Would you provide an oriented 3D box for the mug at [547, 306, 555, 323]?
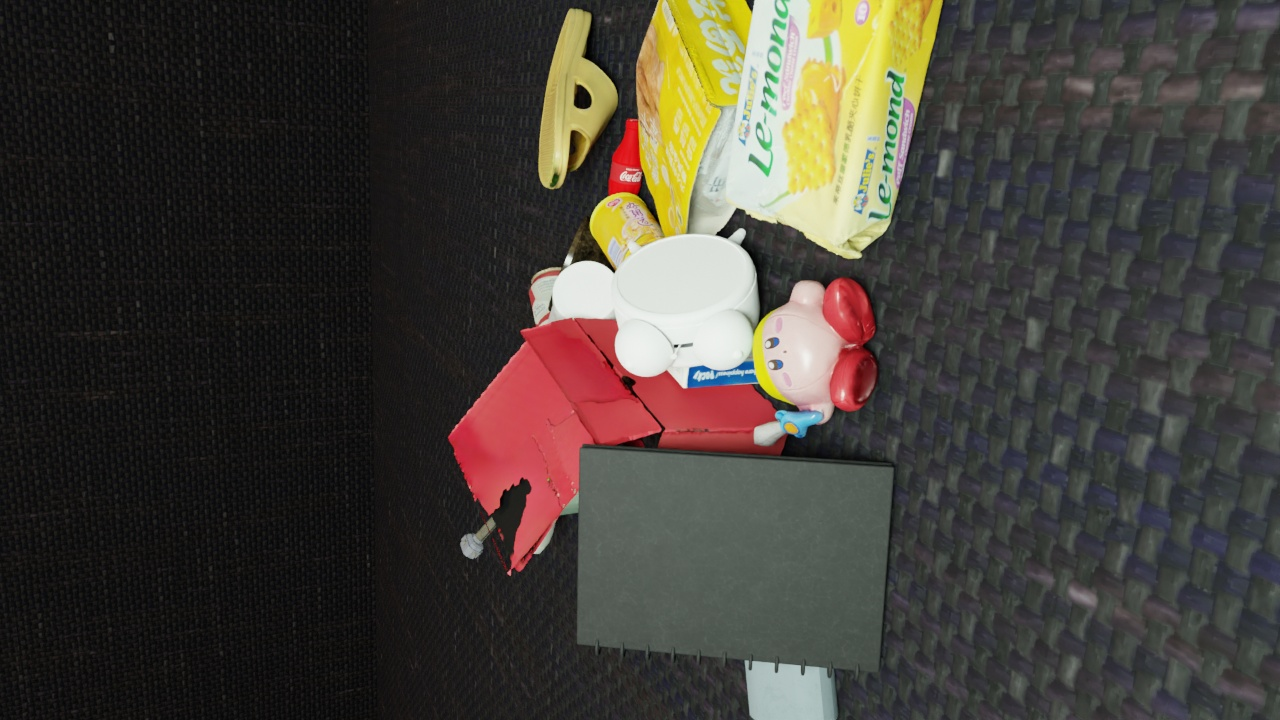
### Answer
[{"bbox_3d":[-0.086,-0.009,1.048,0.112,0.078,0.096,-14,48,33],"label":"mug"}]

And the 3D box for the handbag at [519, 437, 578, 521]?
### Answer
[{"bbox_3d":[-0.102,0.142,1.151,0.067,0.121,0.106,133,129,-58],"label":"handbag"}]

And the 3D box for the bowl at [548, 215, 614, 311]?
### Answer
[{"bbox_3d":[-0.062,-0.106,1.097,0.121,0.056,0.121,-160,91,-80],"label":"bowl"}]

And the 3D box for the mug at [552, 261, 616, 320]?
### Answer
[{"bbox_3d":[-0.056,-0.040,0.950,0.088,0.081,0.114,75,-148,-72],"label":"mug"}]

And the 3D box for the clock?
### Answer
[{"bbox_3d":[0.041,-0.046,0.800,0.160,0.125,0.073,-84,-14,-48],"label":"clock"}]

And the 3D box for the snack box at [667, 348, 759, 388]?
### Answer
[{"bbox_3d":[0.046,-0.022,0.859,0.150,0.081,0.026,-131,45,-53],"label":"snack box"}]

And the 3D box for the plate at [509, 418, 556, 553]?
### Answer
[{"bbox_3d":[-0.153,0.143,1.215,0.187,0.016,0.186,58,-153,-37],"label":"plate"}]

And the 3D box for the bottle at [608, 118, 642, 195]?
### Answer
[{"bbox_3d":[-0.016,-0.209,1.022,0.036,0.036,0.119,-131,45,-53],"label":"bottle"}]

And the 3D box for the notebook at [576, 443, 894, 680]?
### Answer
[{"bbox_3d":[0.067,0.153,0.695,0.019,0.231,0.169,-48,-40,-77],"label":"notebook"}]

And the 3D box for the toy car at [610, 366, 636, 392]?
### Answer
[{"bbox_3d":[-0.006,0.006,0.979,0.040,0.112,0.048,47,172,-23],"label":"toy car"}]

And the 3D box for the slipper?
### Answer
[{"bbox_3d":[-0.072,-0.307,1.092,0.100,0.078,0.262,130,148,-56],"label":"slipper"}]

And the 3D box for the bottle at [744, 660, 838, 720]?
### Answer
[{"bbox_3d":[0.118,0.215,0.752,0.072,0.046,0.161,-5,90,35],"label":"bottle"}]

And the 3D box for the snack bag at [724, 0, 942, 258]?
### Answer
[{"bbox_3d":[0.138,-0.205,0.655,0.159,0.068,0.248,-134,46,-56],"label":"snack bag"}]

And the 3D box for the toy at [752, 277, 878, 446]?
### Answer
[{"bbox_3d":[0.128,0.002,0.715,0.132,0.096,0.124,-8,92,47],"label":"toy"}]

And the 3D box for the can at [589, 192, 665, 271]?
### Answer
[{"bbox_3d":[-0.007,-0.126,0.978,0.105,0.067,0.068,-120,36,-44],"label":"can"}]

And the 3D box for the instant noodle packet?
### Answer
[{"bbox_3d":[0.046,-0.211,0.857,0.222,0.084,0.162,113,144,-54],"label":"instant noodle packet"}]

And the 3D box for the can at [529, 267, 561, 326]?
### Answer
[{"bbox_3d":[-0.099,-0.035,1.188,0.067,0.067,0.170,128,133,-55],"label":"can"}]

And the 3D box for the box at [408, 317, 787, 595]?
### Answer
[{"bbox_3d":[-0.050,0.050,0.817,0.211,0.315,0.124,-131,25,-52],"label":"box"}]

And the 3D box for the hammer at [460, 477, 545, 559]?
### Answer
[{"bbox_3d":[-0.104,0.110,1.063,0.317,0.028,0.147,-47,37,9],"label":"hammer"}]
